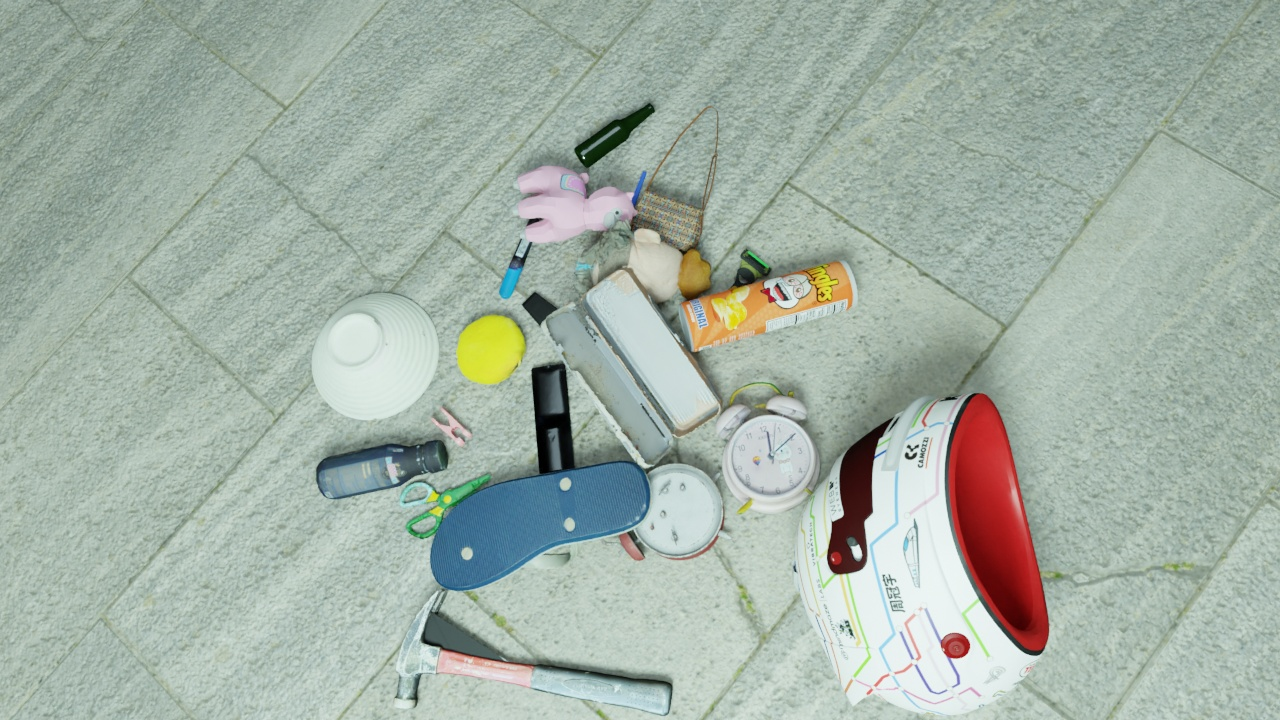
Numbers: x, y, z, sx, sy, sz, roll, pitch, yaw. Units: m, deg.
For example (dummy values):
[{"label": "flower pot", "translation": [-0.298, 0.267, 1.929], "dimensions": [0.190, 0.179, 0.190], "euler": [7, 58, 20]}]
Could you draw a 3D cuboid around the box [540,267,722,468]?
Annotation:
[{"label": "box", "translation": [-0.008, 0.007, 1.090], "dimensions": [0.121, 0.094, 0.217], "euler": [-35, 94, 12]}]

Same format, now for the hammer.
[{"label": "hammer", "translation": [-0.124, 0.359, 1.073], "dimensions": [0.326, 0.036, 0.140], "euler": [7, 77, 10]}]

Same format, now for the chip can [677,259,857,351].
[{"label": "chip can", "translation": [0.156, -0.067, 1.130], "dimensions": [0.210, 0.062, 0.062], "euler": [-15, 72, -3]}]

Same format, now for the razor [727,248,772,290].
[{"label": "razor", "translation": [0.108, -0.075, 1.171], "dimensions": [0.044, 0.021, 0.144], "euler": [39, 82, 3]}]

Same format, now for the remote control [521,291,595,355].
[{"label": "remote control", "translation": [-0.106, -0.043, 1.198], "dimensions": [0.125, 0.010, 0.039], "euler": [42, 84, 17]}]

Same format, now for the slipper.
[{"label": "slipper", "translation": [-0.119, 0.194, 1.105], "dimensions": [0.295, 0.060, 0.118], "euler": [-19, 70, 14]}]

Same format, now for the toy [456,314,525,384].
[{"label": "toy", "translation": [-0.194, -0.014, 1.187], "dimensions": [0.094, 0.041, 0.095], "euler": [29, 80, 20]}]

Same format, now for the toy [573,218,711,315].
[{"label": "toy", "translation": [0.004, -0.115, 1.161], "dimensions": [0.176, 0.133, 0.076], "euler": [5, 36, -10]}]

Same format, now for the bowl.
[{"label": "bowl", "translation": [-0.358, -0.016, 1.194], "dimensions": [0.177, 0.071, 0.177], "euler": [-2, 74, 7]}]

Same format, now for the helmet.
[{"label": "helmet", "translation": [0.276, 0.204, 0.957], "dimensions": [0.237, 0.230, 0.314], "euler": [-18, 75, 40]}]

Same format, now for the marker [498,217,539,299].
[{"label": "marker", "translation": [-0.162, -0.138, 1.232], "dimensions": [0.018, 0.015, 0.122], "euler": [17, 74, 9]}]

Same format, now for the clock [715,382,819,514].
[{"label": "clock", "translation": [0.152, 0.102, 1.094], "dimensions": [0.117, 0.059, 0.157], "euler": [-11, 72, 4]}]

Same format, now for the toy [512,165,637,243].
[{"label": "toy", "translation": [-0.085, -0.204, 1.196], "dimensions": [0.157, 0.067, 0.123], "euler": [-7, 47, 4]}]

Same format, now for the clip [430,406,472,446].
[{"label": "clip", "translation": [-0.238, 0.080, 1.177], "dimensions": [0.039, 0.023, 0.059], "euler": [-44, 78, -9]}]

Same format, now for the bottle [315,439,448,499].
[{"label": "bottle", "translation": [-0.324, 0.134, 1.153], "dimensions": [0.161, 0.056, 0.056], "euler": [-13, 73, 4]}]

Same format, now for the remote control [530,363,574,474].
[{"label": "remote control", "translation": [-0.112, 0.073, 1.160], "dimensions": [0.045, 0.021, 0.140], "euler": [-8, 72, 4]}]

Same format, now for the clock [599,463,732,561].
[{"label": "clock", "translation": [0.024, 0.183, 1.088], "dimensions": [0.157, 0.062, 0.109], "euler": [-10, 73, 5]}]

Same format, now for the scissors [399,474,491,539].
[{"label": "scissors", "translation": [-0.245, 0.166, 1.157], "dimensions": [0.132, 0.013, 0.078], "euler": [-31, 72, 0]}]

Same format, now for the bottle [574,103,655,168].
[{"label": "bottle", "translation": [-0.033, -0.311, 1.254], "dimensions": [0.123, 0.033, 0.033], "euler": [-36, 72, -4]}]

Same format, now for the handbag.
[{"label": "handbag", "translation": [0.057, -0.235, 1.194], "dimensions": [0.093, 0.043, 0.196], "euler": [22, 95, 21]}]

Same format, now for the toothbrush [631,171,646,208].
[{"label": "toothbrush", "translation": [-0.025, -0.171, 1.226], "dimensions": [0.016, 0.011, 0.186], "euler": [17, 74, 12]}]
